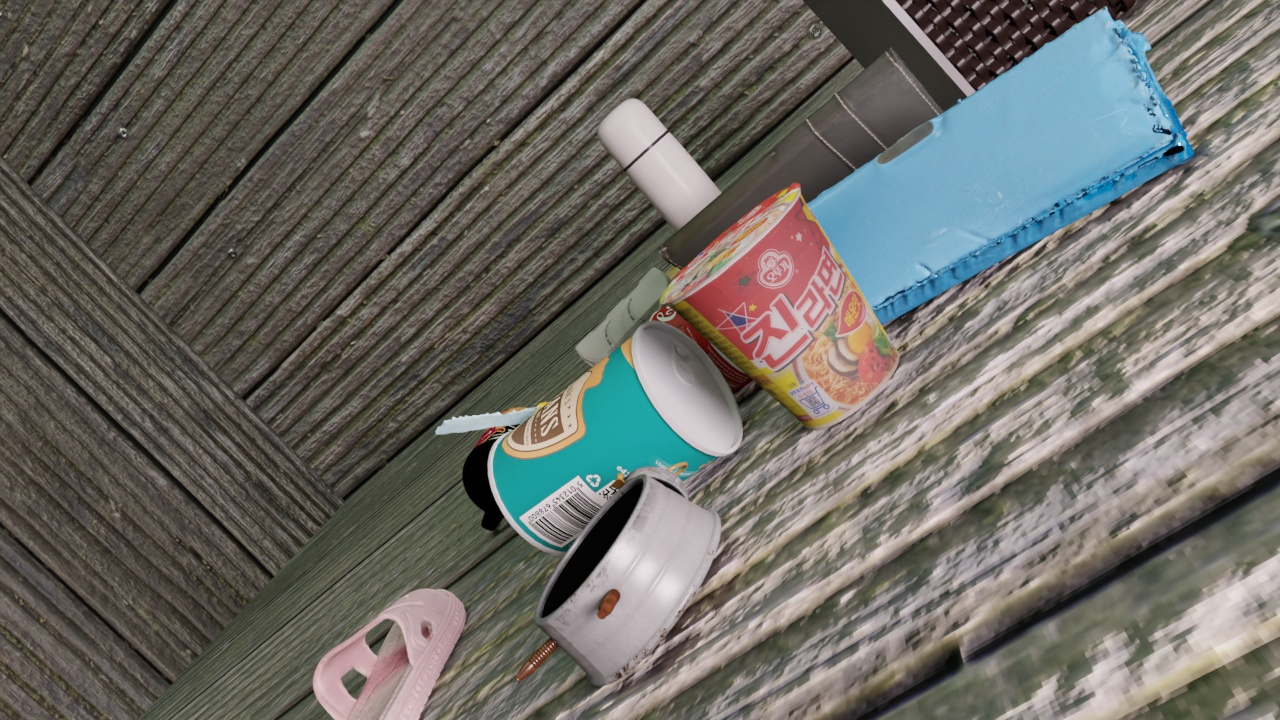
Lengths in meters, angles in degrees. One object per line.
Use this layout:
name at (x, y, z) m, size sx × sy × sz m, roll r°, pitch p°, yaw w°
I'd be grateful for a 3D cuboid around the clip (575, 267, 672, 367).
clip at (-0.008, -0.036, 0.943) m, size 0.126 × 0.099 × 0.152 m, roll -47°, pitch 5°, yaw 0°

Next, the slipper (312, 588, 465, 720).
slipper at (-0.192, 0.225, 0.676) m, size 0.094 × 0.064 × 0.239 m, roll -41°, pitch 10°, yaw 8°

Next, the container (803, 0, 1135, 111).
container at (0.308, -0.380, 0.839) m, size 0.244 × 0.245 × 0.247 m, roll -44°, pitch 8°, yaw 10°

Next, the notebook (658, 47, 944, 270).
notebook at (0.138, -0.117, 0.687) m, size 0.209 × 0.029 × 0.169 m, roll -36°, pitch -34°, yaw 25°

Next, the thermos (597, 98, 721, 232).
thermos at (0.050, -0.130, 0.798) m, size 0.052 × 0.224 × 0.052 m, roll -41°, pitch 9°, yaw 7°

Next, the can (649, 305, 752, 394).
can at (0.077, -0.033, 0.668) m, size 0.117 × 0.086 × 0.086 m, roll -38°, pitch 10°, yaw 29°

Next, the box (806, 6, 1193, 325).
box at (0.173, -0.092, 0.517) m, size 0.232 × 0.054 × 0.093 m, roll -31°, pitch 49°, yaw 40°

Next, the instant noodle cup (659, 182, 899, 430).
instant noodle cup at (0.084, -0.025, 0.512) m, size 0.100 × 0.112 × 0.100 m, roll -41°, pitch 8°, yaw 7°

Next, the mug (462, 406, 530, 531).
mug at (-0.134, 0.117, 0.933) m, size 0.098 × 0.082 × 0.118 m, roll -74°, pitch 6°, yaw -74°

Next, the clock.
clock at (-0.002, 0.100, 0.470) m, size 0.104 × 0.056 × 0.147 m, roll -46°, pitch 9°, yaw 38°

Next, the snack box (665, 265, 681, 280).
snack box at (0.060, -0.095, 1.144) m, size 0.057 × 0.056 × 0.206 m, roll -32°, pitch 13°, yaw 51°

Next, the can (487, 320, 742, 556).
can at (-0.018, 0.055, 0.618) m, size 0.144 × 0.099 × 0.099 m, roll -37°, pitch 10°, yaw 28°

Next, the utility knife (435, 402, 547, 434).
utility knife at (-0.044, 0.038, 0.689) m, size 0.031 × 0.217 × 0.019 m, roll 102°, pitch 158°, yaw -46°
